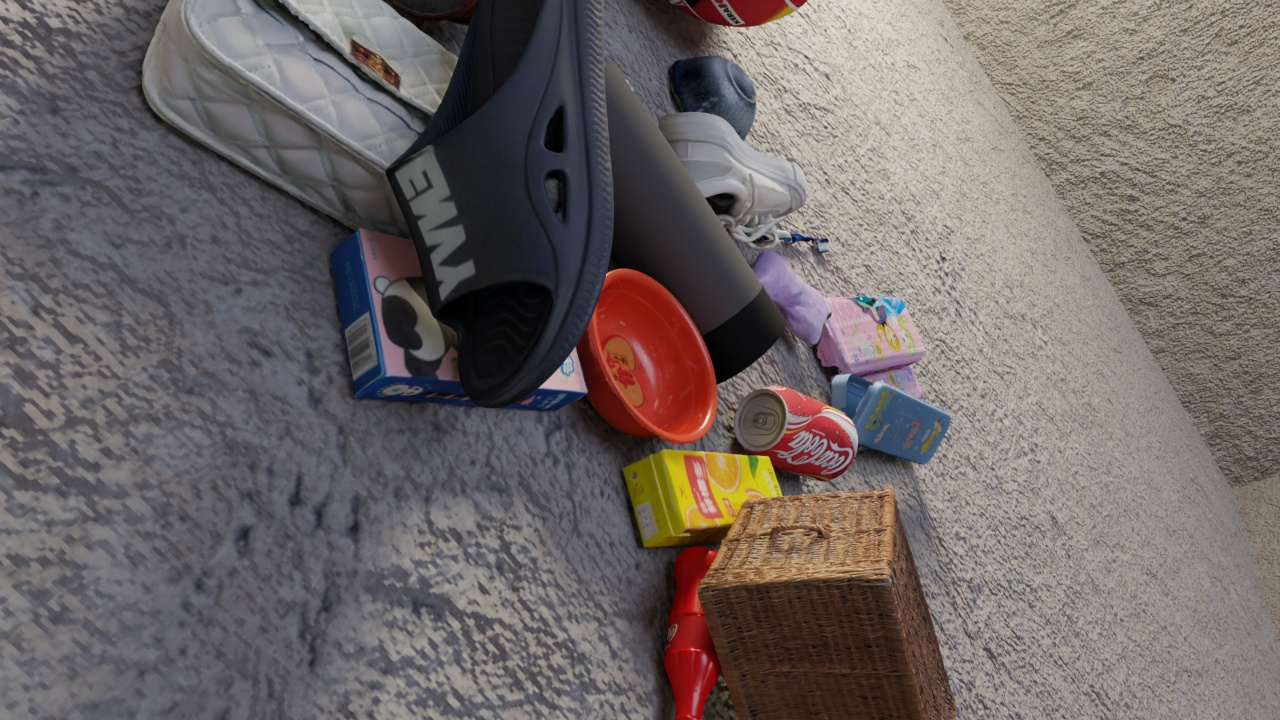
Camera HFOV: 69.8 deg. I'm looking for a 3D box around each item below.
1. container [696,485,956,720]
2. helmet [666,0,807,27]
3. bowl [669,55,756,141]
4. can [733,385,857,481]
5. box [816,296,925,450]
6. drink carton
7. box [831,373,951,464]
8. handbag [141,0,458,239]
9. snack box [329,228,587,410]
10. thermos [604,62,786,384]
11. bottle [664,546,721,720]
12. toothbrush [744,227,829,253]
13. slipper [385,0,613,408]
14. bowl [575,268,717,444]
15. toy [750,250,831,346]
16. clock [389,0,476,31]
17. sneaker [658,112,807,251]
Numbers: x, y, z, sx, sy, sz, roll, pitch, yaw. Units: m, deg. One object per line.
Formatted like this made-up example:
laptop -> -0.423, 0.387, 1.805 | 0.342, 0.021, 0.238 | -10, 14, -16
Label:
container -> 0.126, 0.186, 0.583 | 0.112, 0.114, 0.198 | -50, 126, -58
helmet -> 0.084, -0.471, 0.923 | 0.271, 0.225, 0.197 | 56, 35, -32
bowl -> 0.084, -0.270, 0.939 | 0.110, 0.055, 0.110 | 33, 43, -37
can -> 0.128, 0.060, 0.757 | 0.104, 0.064, 0.064 | 22, 51, -44
box -> 0.262, 0.006, 1.000 | 0.229, 0.035, 0.159 | -7, 72, -54
drink carton -> 0.048, 0.097, 0.646 | 0.134, 0.043, 0.058 | 11, 57, -51
box -> 0.259, 0.062, 0.911 | 0.209, 0.059, 0.068 | 19, 71, -49
handbag -> -0.162, -0.156, 0.516 | 0.194, 0.073, 0.138 | 31, 45, -39
snack box -> -0.101, -0.019, 0.536 | 0.154, 0.033, 0.088 | 8, 61, -50
thermos -> 0.016, -0.101, 0.704 | 0.240, 0.082, 0.082 | 55, 34, -11
bottle -> 0.034, 0.176, 0.576 | 0.036, 0.036, 0.118 | 40, 40, -29
toothbrush -> 0.159, -0.127, 0.975 | 0.188, 0.016, 0.017 | -4, 80, -54
slipper -> -0.074, -0.112, 0.466 | 0.083, 0.111, 0.268 | 12, 75, -42
bowl -> -0.004, 0.004, 0.638 | 0.130, 0.045, 0.130 | 32, 44, -37
toy -> 0.139, -0.056, 0.877 | 0.099, 0.037, 0.080 | 44, 50, -13
clock -> -0.115, -0.288, 0.597 | 0.120, 0.158, 0.072 | 55, 29, -10
sneaker -> 0.083, -0.147, 0.836 | 0.241, 0.090, 0.090 | 6, 88, -61
